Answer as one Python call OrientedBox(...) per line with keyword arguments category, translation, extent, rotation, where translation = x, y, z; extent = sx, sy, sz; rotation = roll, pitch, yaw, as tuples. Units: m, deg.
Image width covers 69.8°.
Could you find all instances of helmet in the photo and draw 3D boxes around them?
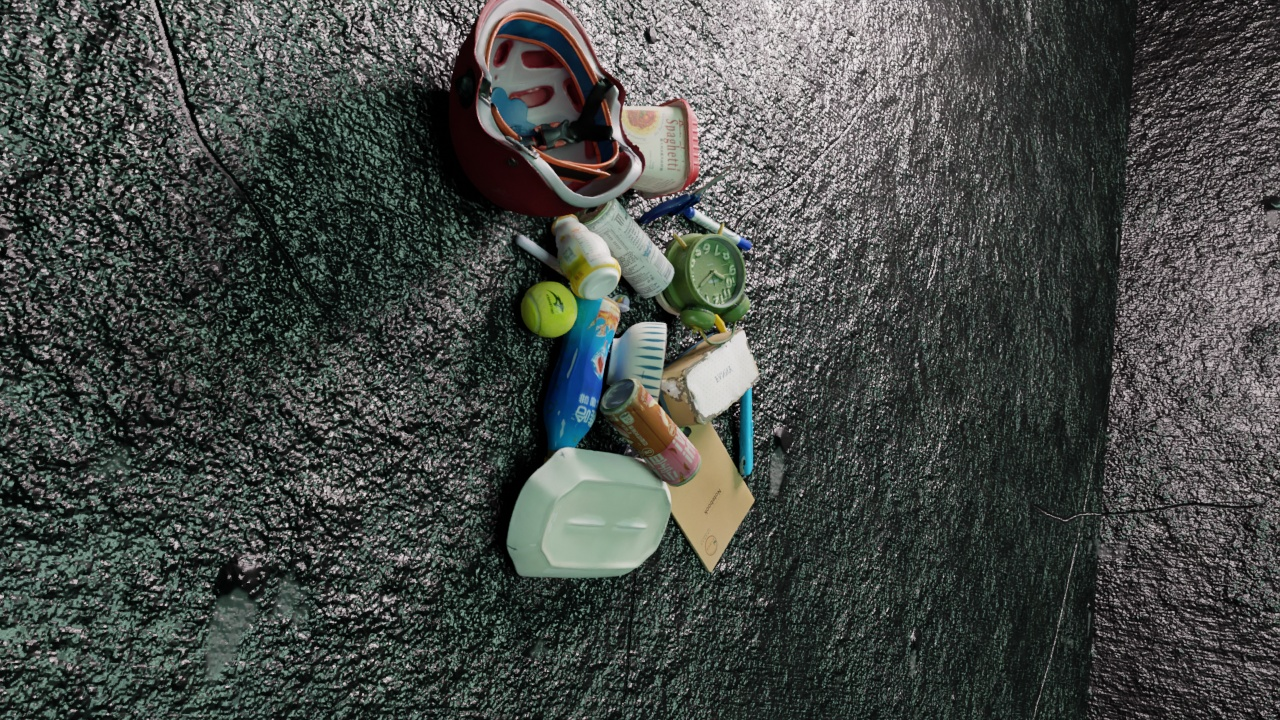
OrientedBox(category="helmet", translation=(-0.124, -0.263, 0.998), extent=(0.206, 0.144, 0.240), rotation=(-16, 86, -46))

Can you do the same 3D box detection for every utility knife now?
OrientedBox(category="utility knife", translation=(0.157, 0.075, 1.360), extent=(0.034, 0.018, 0.188), rotation=(-15, 106, -71))

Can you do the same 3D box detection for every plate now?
OrientedBox(category="plate", translation=(-0.047, 0.192, 1.099), extent=(0.265, 0.034, 0.162), rotation=(18, 93, -50))

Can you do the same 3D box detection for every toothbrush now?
OrientedBox(category="toothbrush", translation=(0.120, -0.051, 1.340), extent=(0.191, 0.016, 0.018), rotation=(56, 43, -29))
OrientedBox(category="toothbrush", translation=(-0.081, -0.106, 1.124), extent=(0.189, 0.029, 0.021), rotation=(30, 105, -41))

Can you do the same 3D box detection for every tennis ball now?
OrientedBox(category="tennis ball", translation=(-0.106, -0.059, 1.062), extent=(0.065, 0.066, 0.065), rotation=(2, 87, -47))

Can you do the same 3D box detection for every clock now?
OrientedBox(category="clock", translation=(0.092, -0.100, 1.243), extent=(0.115, 0.056, 0.161), rotation=(-18, 97, -35))

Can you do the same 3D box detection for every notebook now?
OrientedBox(category="notebook", translation=(0.088, 0.178, 1.305), extent=(0.147, 0.008, 0.208), rotation=(-51, 123, -35))

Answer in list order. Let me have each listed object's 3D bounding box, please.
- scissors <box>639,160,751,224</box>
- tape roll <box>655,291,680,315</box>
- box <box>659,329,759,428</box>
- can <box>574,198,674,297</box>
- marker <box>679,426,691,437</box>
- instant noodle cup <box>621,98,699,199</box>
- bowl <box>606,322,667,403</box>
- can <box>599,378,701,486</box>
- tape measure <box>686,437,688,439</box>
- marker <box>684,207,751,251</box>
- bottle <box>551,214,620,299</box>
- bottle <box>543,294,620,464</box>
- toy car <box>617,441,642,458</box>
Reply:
OrientedBox(category="scissors", translation=(0.072, -0.218, 1.202), extent=(0.160, 0.163, 0.012), rotation=(-16, 82, -82))
OrientedBox(category="tape roll", translation=(0.053, -0.105, 1.260), extent=(0.085, 0.014, 0.085), rotation=(3, 86, -36))
OrientedBox(category="box", translation=(0.097, 0.021, 1.271), extent=(0.183, 0.061, 0.090), rotation=(-32, 106, -49))
OrientedBox(category="can", translation=(-0.019, -0.145, 1.163), extent=(0.146, 0.058, 0.058), rotation=(46, 58, -36))
OrientedBox(category="marker", translation=(0.026, 0.082, 1.231), extent=(0.124, 0.015, 0.018), rotation=(24, 68, -41))
OrientedBox(category="instant noodle cup", translation=(-0.005, -0.267, 1.151), extent=(0.124, 0.117, 0.116), rotation=(-4, 92, -35))
OrientedBox(category="bowl", translation=(-0.007, 0.007, 1.151), extent=(0.066, 0.116, 0.116), rotation=(8, 81, -3))
OrientedBox(category="can", translation=(0.013, 0.087, 1.104), extent=(0.147, 0.058, 0.057), rotation=(50, 55, -31))
OrientedBox(category="tape measure", translation=(0.031, 0.117, 1.215), extent=(0.058, 0.039, 0.057), rotation=(27, 56, -18))
OrientedBox(category="marker", translation=(0.114, -0.191, 1.336), extent=(0.145, 0.017, 0.017), rotation=(21, 74, -45))
OrientedBox(category="bottle", translation=(-0.068, -0.124, 1.080), extent=(0.063, 0.063, 0.108), rotation=(6, 45, -47))
OrientedBox(category="bottle", translation=(-0.078, 0.030, 1.091), extent=(0.065, 0.065, 0.218), rotation=(27, 70, -43))
OrientedBox(category="toy car", translation=(-0.005, 0.148, 1.188), extent=(0.048, 0.031, 0.106), rotation=(-45, 127, -37))
